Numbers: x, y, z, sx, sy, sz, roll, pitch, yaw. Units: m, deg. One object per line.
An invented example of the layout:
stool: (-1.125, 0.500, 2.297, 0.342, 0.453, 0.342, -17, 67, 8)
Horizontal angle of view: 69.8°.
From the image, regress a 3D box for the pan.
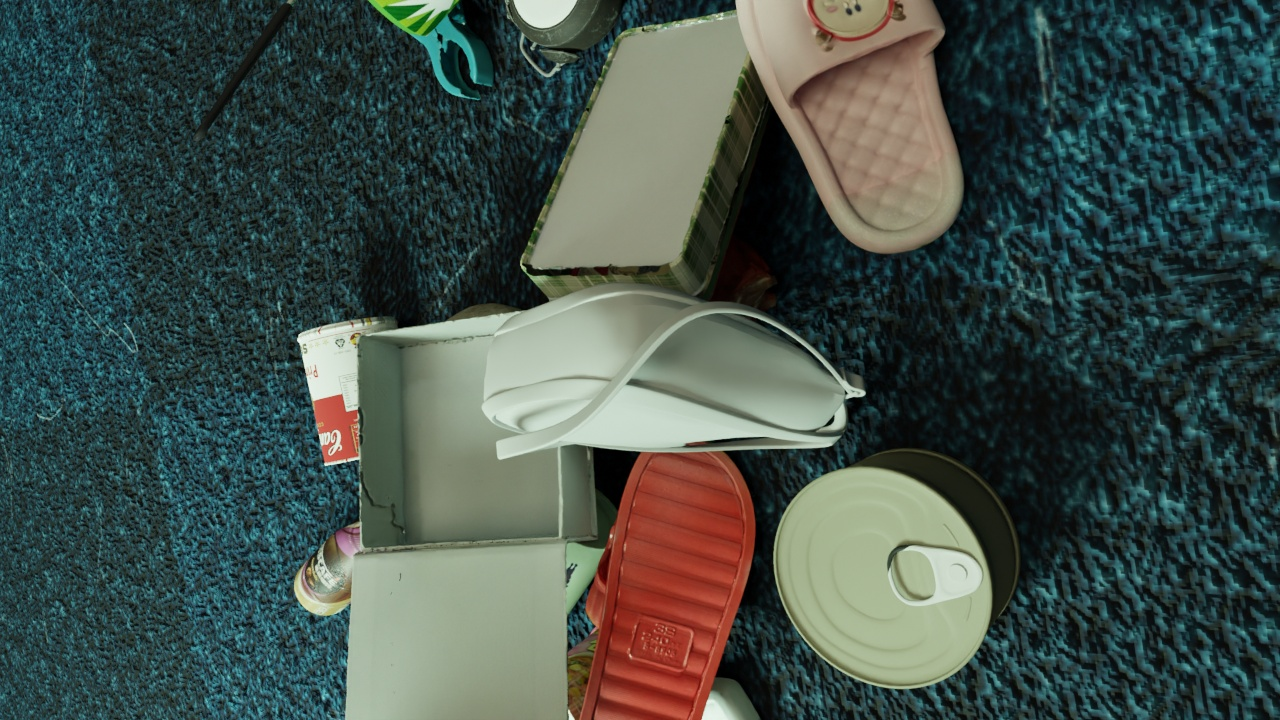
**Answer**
pan: (-0.231, -0.296, 0.665, 0.199, 0.021, 0.355, -8, 53, 48)

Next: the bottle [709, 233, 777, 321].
bottle: (0.028, -0.053, 0.598, 0.111, 0.098, 0.099, 45, 119, 32)

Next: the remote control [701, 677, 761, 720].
remote control: (0.068, 0.286, 0.659, 0.060, 0.028, 0.114, -29, 79, 35)

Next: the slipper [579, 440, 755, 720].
slipper: (0.014, 0.175, 0.636, 0.103, 0.059, 0.248, 13, 81, -4)

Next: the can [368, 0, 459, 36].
can: (-0.145, -0.321, 0.681, 0.144, 0.083, 0.083, -41, 72, 16)

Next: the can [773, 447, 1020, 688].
can: (0.153, 0.119, 0.548, 0.128, 0.073, 0.128, 5, 99, 35)

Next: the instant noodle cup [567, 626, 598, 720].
instant noodle cup: (-0.037, 0.255, 0.681, 0.098, 0.108, 0.098, 6, 100, 35)

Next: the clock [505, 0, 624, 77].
clock: (-0.059, -0.268, 0.666, 0.091, 0.043, 0.123, 50, 121, 20)

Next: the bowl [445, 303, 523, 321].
bowl: (-0.137, 0.044, 0.743, 0.179, 0.081, 0.178, 7, 102, 34)

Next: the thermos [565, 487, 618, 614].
thermos: (-0.101, 0.199, 0.741, 0.082, 0.082, 0.232, 43, 118, 23)

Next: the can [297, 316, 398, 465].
can: (-0.248, 0.027, 0.815, 0.087, 0.086, 0.116, -13, 89, 36)

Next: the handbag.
handbag: (0.038, 0.028, 0.532, 0.216, 0.222, 0.095, -14, 64, 54)

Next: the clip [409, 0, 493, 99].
clip: (-0.165, -0.261, 0.756, 0.103, 0.026, 0.119, -42, 72, 35)

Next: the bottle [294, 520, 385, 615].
bottle: (-0.265, 0.180, 0.864, 0.166, 0.059, 0.059, -42, 72, 32)

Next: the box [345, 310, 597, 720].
box: (-0.121, 0.146, 0.619, 0.166, 0.098, 0.368, -7, 73, 19)

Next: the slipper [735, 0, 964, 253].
slipper: (0.122, -0.168, 0.522, 0.107, 0.055, 0.221, -18, 93, 2)

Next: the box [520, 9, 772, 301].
box: (0.013, -0.124, 0.565, 0.118, 0.051, 0.205, 1, 61, 30)
